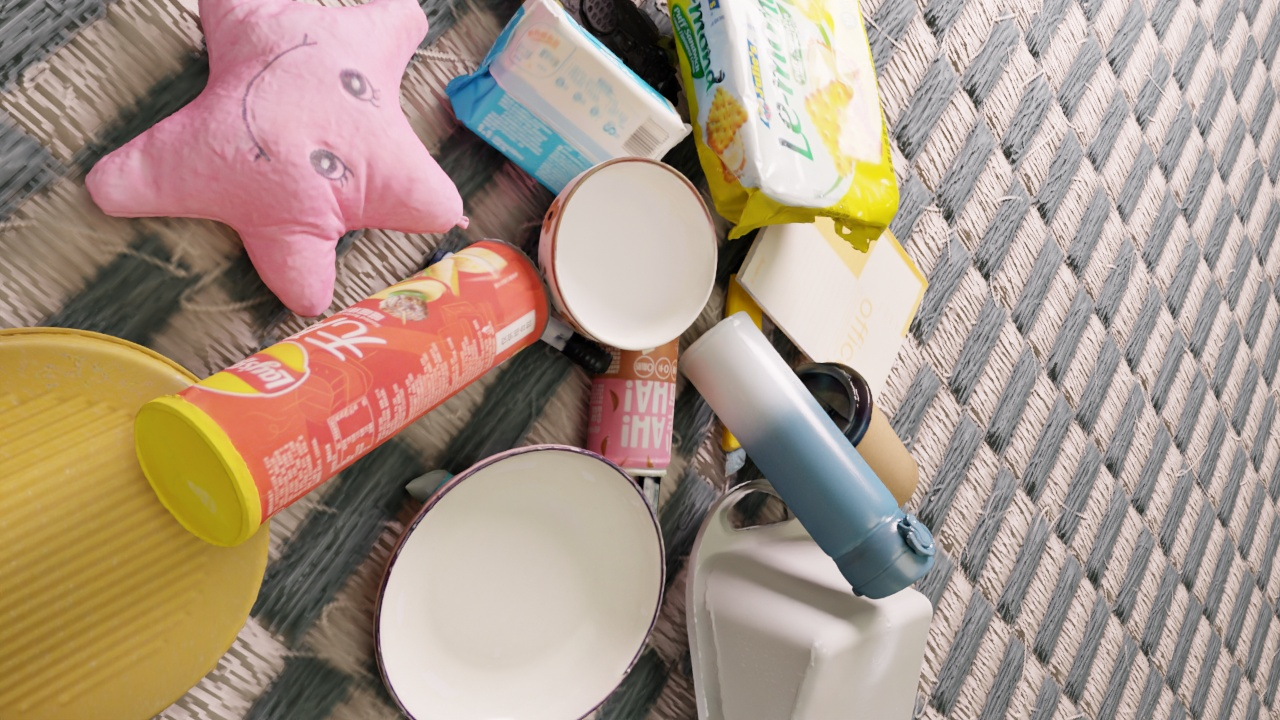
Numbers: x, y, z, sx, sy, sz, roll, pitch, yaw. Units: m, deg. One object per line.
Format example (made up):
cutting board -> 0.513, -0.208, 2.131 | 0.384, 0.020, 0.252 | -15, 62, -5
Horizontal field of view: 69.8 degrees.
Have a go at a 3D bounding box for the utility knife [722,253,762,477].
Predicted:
utility knife -> 0.077, 0.004, 0.712 | 0.033, 0.015, 0.173 | 7, 86, -31

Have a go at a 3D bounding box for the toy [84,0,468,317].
toy -> -0.169, -0.124, 0.492 | 0.178, 0.075, 0.194 | 27, 73, -24

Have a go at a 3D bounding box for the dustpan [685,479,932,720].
dustpan -> 0.110, 0.233, 0.692 | 0.222, 0.143, 0.258 | 2, 104, -47

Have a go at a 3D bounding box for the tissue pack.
tissue pack -> -0.043, -0.156, 0.580 | 0.140, 0.063, 0.090 | 34, 111, -30

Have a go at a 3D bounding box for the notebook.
notebook -> 0.164, -0.064, 0.750 | 0.206, 0.010, 0.145 | 42, 69, -36

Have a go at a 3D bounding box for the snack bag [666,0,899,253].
snack bag -> 0.095, -0.198, 0.643 | 0.157, 0.068, 0.246 | -1, 77, -39

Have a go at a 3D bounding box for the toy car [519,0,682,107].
toy car -> -0.027, -0.222, 0.621 | 0.158, 0.042, 0.070 | 46, 60, -33

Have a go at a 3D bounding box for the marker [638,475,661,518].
marker -> 0.006, 0.082, 0.660 | 0.018, 0.015, 0.124 | 4, 89, -35

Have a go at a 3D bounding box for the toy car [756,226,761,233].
toy car -> 0.116, -0.116, 0.733 | 0.054, 0.037, 0.121 | -31, 110, -33

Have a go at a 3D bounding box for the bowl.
bowl -> -0.015, -0.065, 0.562 | 0.113, 0.062, 0.113 | -4, 98, -30

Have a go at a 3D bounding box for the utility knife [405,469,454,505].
utility knife -> -0.089, 0.121, 0.588 | 0.029, 0.013, 0.160 | -52, 120, -22

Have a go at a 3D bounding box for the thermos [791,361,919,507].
thermos -> 0.165, 0.066, 0.737 | 0.143, 0.093, 0.093 | 39, 67, -39

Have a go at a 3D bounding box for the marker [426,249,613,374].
marker -> -0.075, -0.029, 0.580 | 0.130, 0.023, 0.018 | 32, 45, -14

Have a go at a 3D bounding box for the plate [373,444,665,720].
plate -> -0.074, 0.143, 0.569 | 0.192, 0.039, 0.192 | -6, 103, -31

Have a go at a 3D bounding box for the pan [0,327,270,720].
pan -> -0.221, 0.049, 0.473 | 0.356, 0.078, 0.198 | -28, 107, -27

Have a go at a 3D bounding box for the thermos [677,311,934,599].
thermos -> 0.116, 0.066, 0.646 | 0.070, 0.070, 0.220 | -30, 75, -33

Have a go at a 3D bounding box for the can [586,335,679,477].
can -> -0.004, 0.004, 0.626 | 0.057, 0.058, 0.147 | 7, 85, -36

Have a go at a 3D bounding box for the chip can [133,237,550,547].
chip can -> -0.135, 0.005, 0.463 | 0.215, 0.073, 0.073 | -39, 112, -47
